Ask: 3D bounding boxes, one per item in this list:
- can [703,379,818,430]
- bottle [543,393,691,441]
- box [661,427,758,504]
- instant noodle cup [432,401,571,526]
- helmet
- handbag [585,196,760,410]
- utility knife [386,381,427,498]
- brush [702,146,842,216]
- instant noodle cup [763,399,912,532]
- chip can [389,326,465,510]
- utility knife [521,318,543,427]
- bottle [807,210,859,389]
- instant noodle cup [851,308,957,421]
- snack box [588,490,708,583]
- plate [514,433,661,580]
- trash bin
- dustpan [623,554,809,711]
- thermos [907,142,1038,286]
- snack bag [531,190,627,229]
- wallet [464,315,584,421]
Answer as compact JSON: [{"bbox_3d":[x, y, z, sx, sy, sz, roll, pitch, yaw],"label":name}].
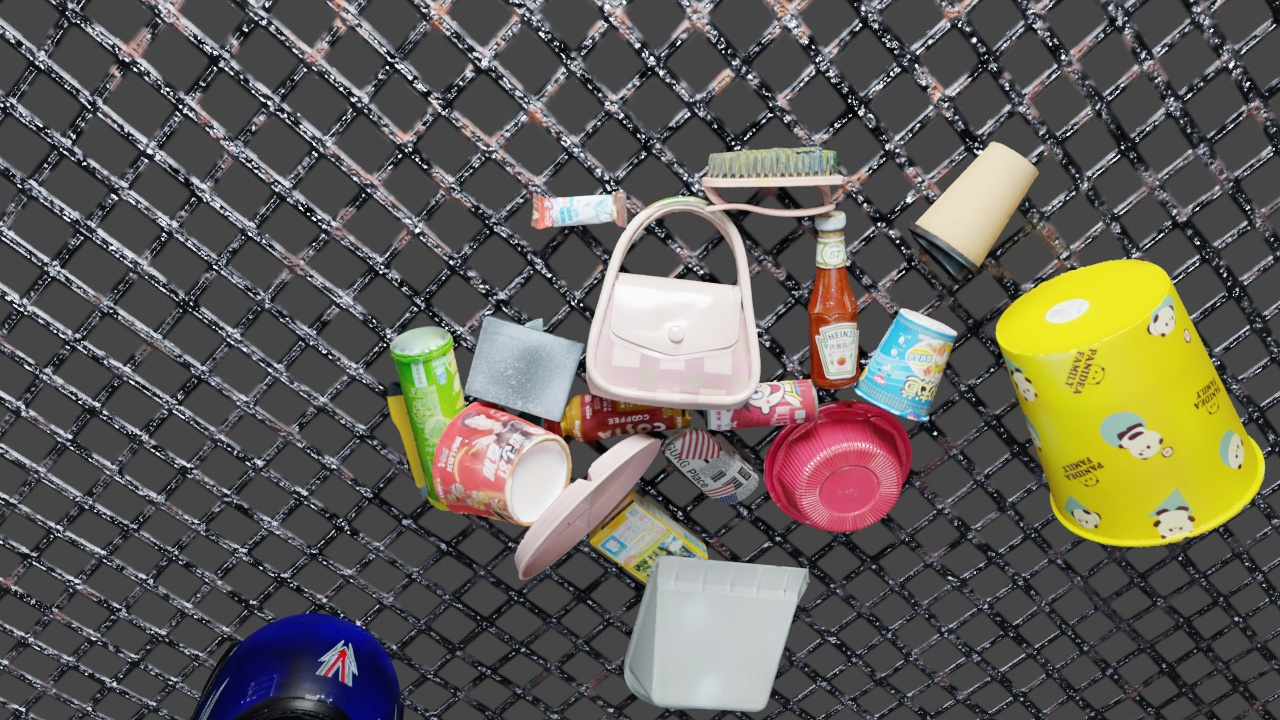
[{"bbox_3d":[0.144,0.054,1.114,0.133,0.053,0.053,-5,117,-1],"label":"can"},{"bbox_3d":[-0.028,0.064,1.105,0.175,0.057,0.057,-8,117,0],"label":"bottle"},{"bbox_3d":[0.088,0.129,1.142,0.068,0.051,0.164,-23,135,26],"label":"box"},{"bbox_3d":[-0.154,0.124,1.062,0.109,0.137,0.138,13,123,35],"label":"instant noodle cup"},{"bbox_3d":[-0.448,0.475,1.175,0.247,0.240,0.316,29,100,-18],"label":"helmet"},{"bbox_3d":[0.041,-0.064,1.024,0.193,0.093,0.234,6,93,-5],"label":"handbag"},{"bbox_3d":[-0.281,0.100,1.130,0.033,0.015,0.172,-5,118,5],"label":"utility knife"},{"bbox_3d":[0.139,-0.191,0.986,0.145,0.063,0.073,-3,106,-2],"label":"brush"},{"bbox_3d":[0.257,0.149,1.163,0.194,0.065,0.194,-2,118,-4],"label":"instant noodle cup"},{"bbox_3d":[-0.239,0.068,1.085,0.072,0.072,0.221,-7,117,-1],"label":"chip can"},{"bbox_3d":[-0.131,0.050,1.115,0.029,0.013,0.218,2,116,-2],"label":"utility knife"},{"bbox_3d":[0.221,-0.068,1.055,0.060,0.059,0.206,-7,113,0],"label":"bottle"},{"bbox_3d":[0.318,0.002,1.082,0.099,0.099,0.110,18,105,-12],"label":"instant noodle cup"},{"bbox_3d":[0.011,0.242,1.211,0.140,0.033,0.087,40,107,-19],"label":"snack box"},{"bbox_3d":[-0.064,0.168,1.082,0.028,0.229,0.230,44,109,13],"label":"plate"},{"bbox_3d":[0.544,0.042,1.048,0.230,0.229,0.255,-29,110,10],"label":"trash bin"},{"bbox_3d":[0.088,0.389,1.284,0.222,0.143,0.257,9,91,-15],"label":"dustpan"},{"bbox_3d":[0.364,-0.162,1.006,0.093,0.093,0.143,33,102,-18],"label":"thermos"},{"bbox_3d":[-0.066,-0.164,1.001,0.104,0.048,0.026,-1,157,-1],"label":"snack bag"},{"bbox_3d":[-0.136,0.009,1.068,0.121,0.019,0.097,17,95,-1],"label":"wallet"}]
